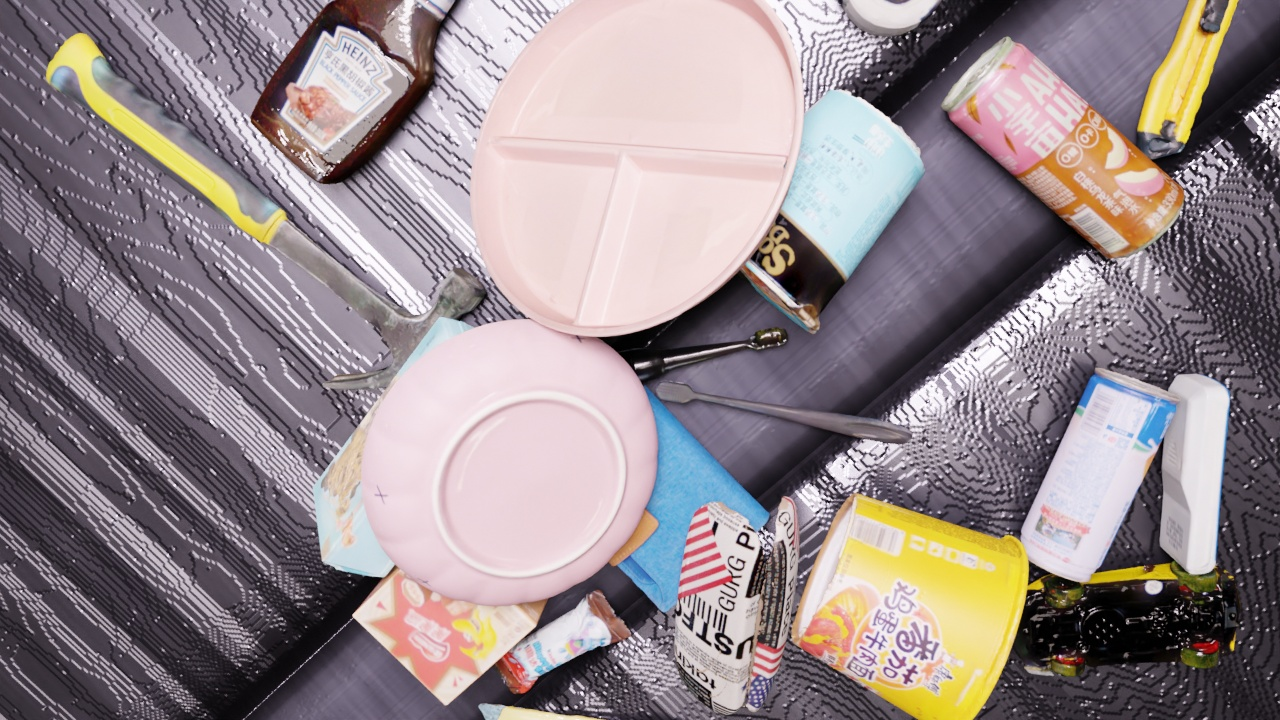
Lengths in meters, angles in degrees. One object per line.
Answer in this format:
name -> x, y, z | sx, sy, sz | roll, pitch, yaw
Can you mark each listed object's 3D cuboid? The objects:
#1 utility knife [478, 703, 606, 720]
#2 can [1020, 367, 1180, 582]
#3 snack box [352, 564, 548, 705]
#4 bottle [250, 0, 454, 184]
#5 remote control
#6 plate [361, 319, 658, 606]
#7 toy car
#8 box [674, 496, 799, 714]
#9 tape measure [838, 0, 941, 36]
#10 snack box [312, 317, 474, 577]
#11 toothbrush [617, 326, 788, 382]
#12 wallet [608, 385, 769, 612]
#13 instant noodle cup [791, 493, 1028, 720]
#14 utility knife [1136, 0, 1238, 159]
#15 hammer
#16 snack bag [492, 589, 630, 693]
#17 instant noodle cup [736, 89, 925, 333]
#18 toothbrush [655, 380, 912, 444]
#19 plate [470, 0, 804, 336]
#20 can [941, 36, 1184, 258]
utility knife -> -0.044, 0.284, 0.703 | 0.167, 0.018, 0.031 | 4, 98, 3
can -> 0.300, 0.076, 0.606 | 0.053, 0.053, 0.135 | 19, 103, 1
snack box -> -0.130, 0.168, 0.655 | 0.094, 0.077, 0.093 | -43, 95, 12
bottle -> -0.167, -0.207, 0.595 | 0.080, 0.044, 0.195 | 42, 102, -5
remote control -> 0.361, 0.073, 0.602 | 0.024, 0.049, 0.125 | -2, 102, 8
plate -> -0.072, 0.071, 0.568 | 0.192, 0.039, 0.192 | -7, 108, -21
toy car -> 0.330, 0.174, 0.630 | 0.156, 0.041, 0.071 | -8, 101, 6
box -> 0.078, 0.167, 0.634 | 0.087, 0.076, 0.163 | -12, 117, -37
tape measure -> 0.155, -0.235, 0.563 | 0.066, 0.033, 0.066 | 24, 101, 2
snack box -> -0.155, 0.060, 0.623 | 0.051, 0.074, 0.175 | 26, 112, -37
toothbrush -> -0.004, 0.004, 0.633 | 0.213, 0.027, 0.026 | -12, 68, 8
wallet -> 0.009, 0.099, 0.649 | 0.106, 0.040, 0.133 | -43, 95, 8
instant noodle cup -> 0.169, 0.158, 0.602 | 0.110, 0.137, 0.138 | 23, 103, 8
utility knife -> 0.347, -0.224, 0.556 | 0.033, 0.015, 0.209 | 14, 103, 0
hammer -> -0.269, -0.100, 0.634 | 0.323, 0.032, 0.126 | 39, 102, -4
snack bag -> -0.062, 0.211, 0.684 | 0.105, 0.026, 0.045 | -32, 94, 9
instant noodle cup -> 0.107, -0.096, 0.567 | 0.111, 0.111, 0.120 | 42, 95, -4
toothbrush -> 0.100, 0.036, 0.637 | 0.181, 0.018, 0.015 | 11, 97, 1
plate -> -0.007, -0.124, 0.550 | 0.230, 0.028, 0.229 | -8, 75, 31
can -> 0.259, -0.129, 0.563 | 0.147, 0.057, 0.058 | 40, 103, -4
